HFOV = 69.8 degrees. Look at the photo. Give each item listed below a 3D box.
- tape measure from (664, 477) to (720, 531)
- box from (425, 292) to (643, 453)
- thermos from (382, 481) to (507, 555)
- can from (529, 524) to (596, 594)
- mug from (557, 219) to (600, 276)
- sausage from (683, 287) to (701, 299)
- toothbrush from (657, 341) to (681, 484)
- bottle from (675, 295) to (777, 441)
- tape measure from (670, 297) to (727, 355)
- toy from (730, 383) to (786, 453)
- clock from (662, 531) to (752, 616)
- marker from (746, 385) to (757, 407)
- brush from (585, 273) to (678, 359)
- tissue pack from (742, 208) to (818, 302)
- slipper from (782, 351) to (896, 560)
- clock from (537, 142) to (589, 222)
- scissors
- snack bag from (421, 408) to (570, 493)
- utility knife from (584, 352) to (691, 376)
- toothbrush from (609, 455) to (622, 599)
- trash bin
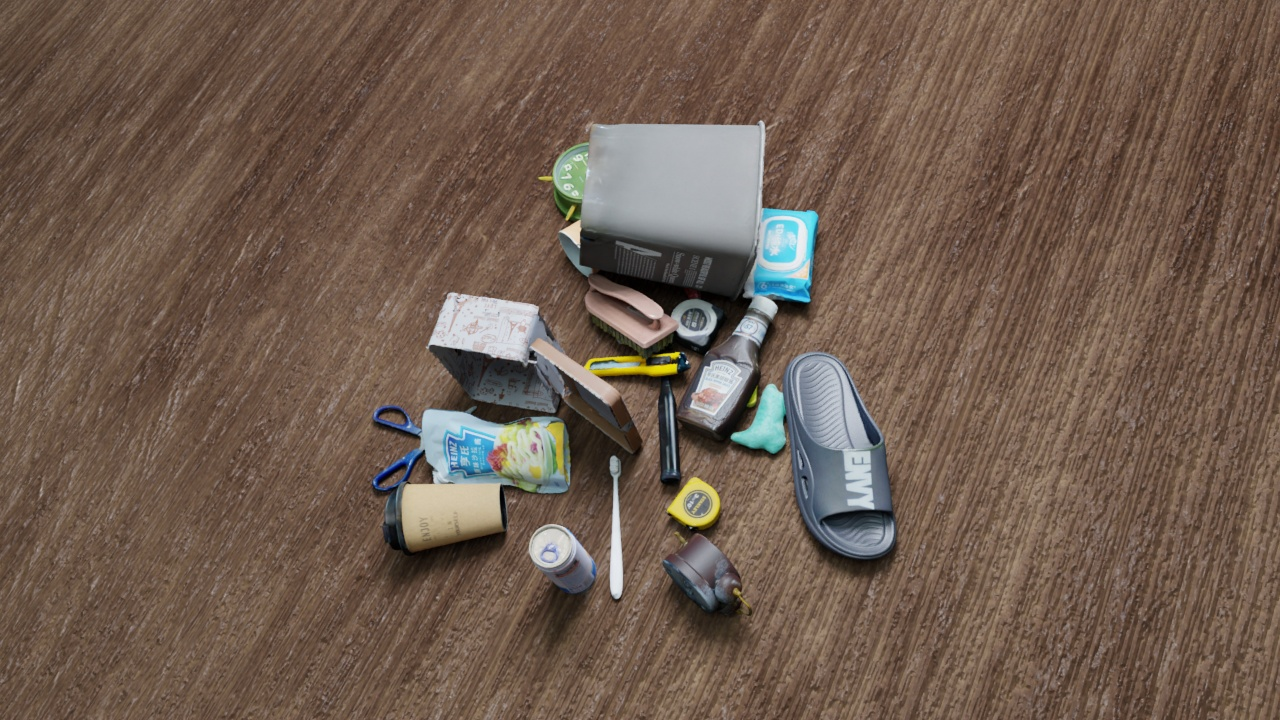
[{"bbox_3d":[0.070,0.179,1.124,0.057,0.029,0.060,32,74,23],"label":"tape measure"},{"bbox_3d":[-0.120,0.017,1.156,0.272,0.178,0.106,21,71,20],"label":"box"},{"bbox_3d":[-0.242,0.192,1.147,0.143,0.093,0.093,-6,63,0],"label":"thermos"},{"bbox_3d":[-0.089,0.233,1.069,0.053,0.135,0.053,-4,64,8],"label":"can"},{"bbox_3d":[-0.045,-0.183,1.296,0.122,0.078,0.078,-37,64,-13],"label":"mug"},{"bbox_3d":[0.051,-0.141,1.287,0.020,0.020,0.155,-24,63,-1],"label":"sausage"},{"bbox_3d":[0.036,0.059,1.191,0.027,0.026,0.212,-2,60,1],"label":"toothbrush"},{"bbox_3d":[0.119,0.006,1.180,0.080,0.044,0.194,20,73,33],"label":"bottle"},{"bbox_3d":[0.074,-0.049,1.231,0.066,0.034,0.065,26,70,18],"label":"tape measure"},{"bbox_3d":[0.171,0.074,1.157,0.096,0.030,0.091,15,70,9],"label":"toy"},{"bbox_3d":[0.080,0.253,1.059,0.055,0.082,0.122,-42,62,-18],"label":"clock"},{"bbox_3d":[0.146,0.004,1.204,0.018,0.015,0.124,-4,61,19],"label":"marker"},{"bbox_3d":[-0.020,-0.066,1.223,0.063,0.073,0.146,-33,48,-28],"label":"brush"},{"bbox_3d":[0.190,-0.141,1.236,0.090,0.063,0.139,5,66,13],"label":"tissue pack"},{"bbox_3d":[0.233,0.102,1.089,0.110,0.083,0.267,-9,66,-4],"label":"slipper"},{"bbox_3d":[-0.060,-0.272,1.350,0.161,0.056,0.116,-31,64,-5],"label":"clock"},{"bbox_3d":[-0.299,0.109,1.237,0.162,0.012,0.175,38,75,23],"label":"scissors"},{"bbox_3d":[-0.186,0.118,1.174,0.191,0.110,0.038,1,25,10],"label":"snack bag"},{"bbox_3d":[-0.007,0.007,1.215,0.155,0.015,0.033,-4,56,21],"label":"utility knife"},{"bbox_3d":[-0.031,0.204,1.138,0.016,0.016,0.179,-6,64,10],"label":"toothbrush"},{"bbox_3d":[0.036,-0.198,1.186,0.220,0.199,0.198,5,73,-3],"label":"trash bin"}]
